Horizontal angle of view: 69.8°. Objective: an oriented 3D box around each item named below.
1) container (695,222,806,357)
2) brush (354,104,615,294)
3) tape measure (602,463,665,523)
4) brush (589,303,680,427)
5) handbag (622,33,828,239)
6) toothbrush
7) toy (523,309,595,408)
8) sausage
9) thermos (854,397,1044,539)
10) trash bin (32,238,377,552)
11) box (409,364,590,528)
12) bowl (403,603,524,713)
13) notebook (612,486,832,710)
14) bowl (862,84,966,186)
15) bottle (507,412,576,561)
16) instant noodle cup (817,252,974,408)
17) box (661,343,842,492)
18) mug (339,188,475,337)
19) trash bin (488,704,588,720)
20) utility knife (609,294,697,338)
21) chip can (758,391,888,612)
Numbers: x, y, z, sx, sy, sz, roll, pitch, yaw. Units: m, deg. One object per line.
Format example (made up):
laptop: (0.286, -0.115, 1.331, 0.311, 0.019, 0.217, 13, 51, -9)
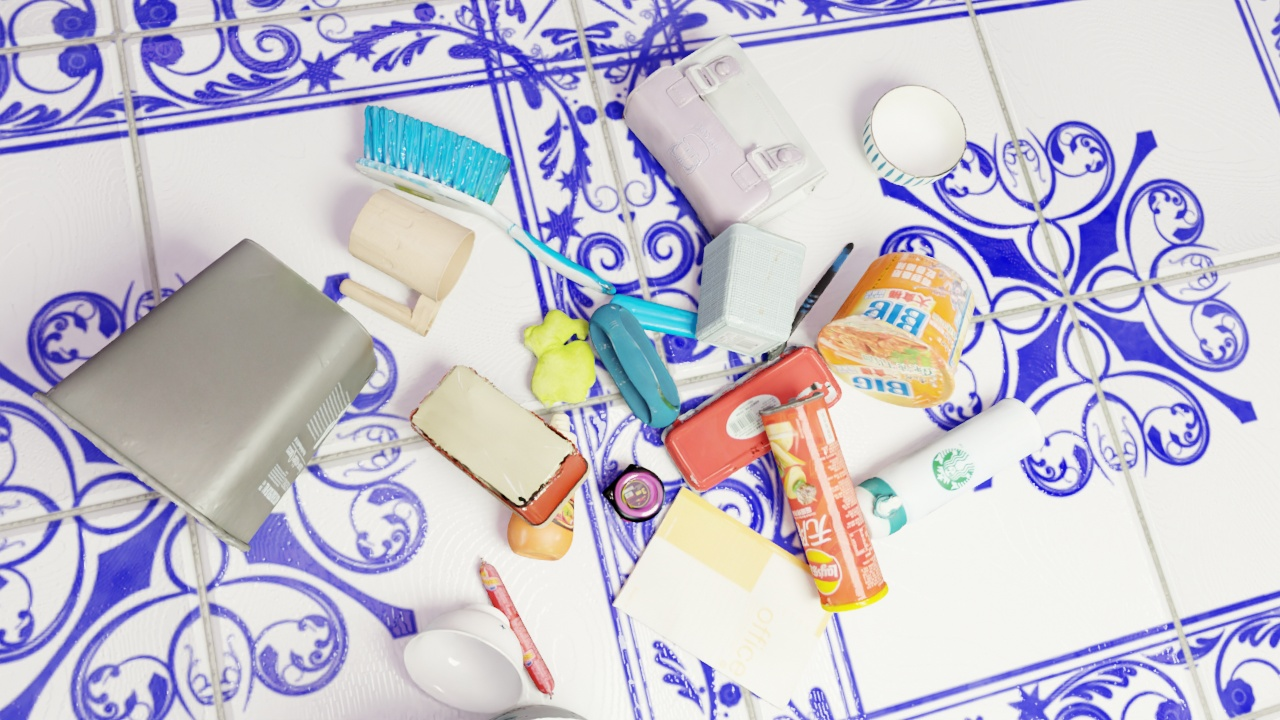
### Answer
container: (0.114, -0.071, 0.979, 0.090, 0.090, 0.111, 17, 71, -16)
brush: (-0.160, -0.172, 0.993, 0.314, 0.060, 0.109, 19, 81, -6)
tape measure: (-0.004, 0.140, 0.951, 0.058, 0.039, 0.057, 41, 75, 7)
brush: (-0.006, 0.006, 0.956, 0.055, 0.073, 0.144, -30, 93, -2)
handbag: (0.093, -0.243, 1.025, 0.145, 0.098, 0.197, -34, 84, -9)
toothbrush: (0.193, -0.070, 1.028, 0.014, 0.016, 0.189, 26, 64, 27)
toy: (-0.083, -0.002, 0.974, 0.096, 0.031, 0.100, -39, 85, -16)
sausage: (-0.125, 0.267, 0.915, 0.020, 0.020, 0.156, -28, 83, -14)
thermos: (0.325, 0.118, 0.987, 0.224, 0.073, 0.073, -27, 83, -13)
trash bin: (-0.375, 0.030, 0.848, 0.198, 0.199, 0.219, 38, 68, 0)
box: (-0.139, 0.077, 0.892, 0.168, 0.077, 0.091, 32, 73, 26)
bowl: (-0.158, 0.274, 0.878, 0.118, 0.119, 0.064, 25, 36, -3)
notebook: (0.095, 0.246, 0.956, 0.206, 0.010, 0.145, 33, 74, -1)
bowl: (0.312, -0.254, 1.072, 0.116, 0.066, 0.116, 2, 76, -8)
bottle: (-0.093, 0.125, 0.933, 0.066, 0.067, 0.149, 11, 69, -6)
instant noodle cup: (0.280, -0.037, 0.983, 0.151, 0.152, 0.111, 32, 66, -1)
box: (0.120, 0.059, 0.991, 0.201, 0.047, 0.087, -32, 83, -14)
mug: (-0.245, -0.102, 0.955, 0.103, 0.084, 0.125, 27, 101, -1)
trash bin: (-0.083, 0.401, 0.771, 0.229, 0.252, 0.229, 2, 78, -8)
utility knife: (0.051, -0.040, 1.010, 0.185, 0.018, 0.034, 12, 83, -8)
chip can: (0.186, 0.143, 0.934, 0.073, 0.073, 0.216, -18, 91, -12)
